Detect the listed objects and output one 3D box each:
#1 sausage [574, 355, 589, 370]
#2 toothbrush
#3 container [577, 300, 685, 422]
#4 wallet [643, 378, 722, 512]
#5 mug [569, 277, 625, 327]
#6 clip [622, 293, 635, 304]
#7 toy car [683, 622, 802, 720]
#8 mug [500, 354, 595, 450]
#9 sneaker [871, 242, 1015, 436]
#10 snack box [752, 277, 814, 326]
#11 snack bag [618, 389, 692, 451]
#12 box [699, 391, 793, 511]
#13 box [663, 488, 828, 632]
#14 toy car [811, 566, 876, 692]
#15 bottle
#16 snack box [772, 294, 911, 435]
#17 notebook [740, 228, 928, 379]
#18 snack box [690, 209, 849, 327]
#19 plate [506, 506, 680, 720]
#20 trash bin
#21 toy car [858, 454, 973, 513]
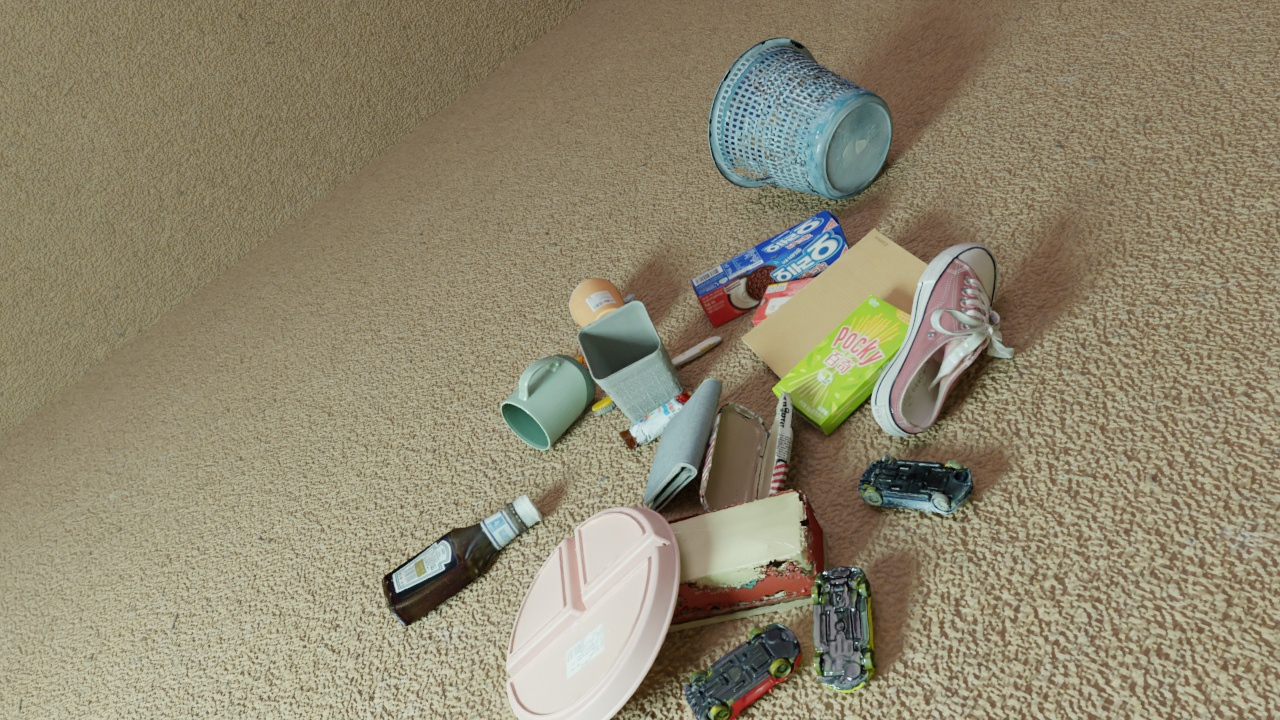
[{"bbox_3d":[-0.074,0.003,1.278,0.165,0.021,0.021,-13,35,28],"label":"sausage"},{"bbox_3d":[0.023,0.019,1.181,0.191,0.018,0.016,-30,33,-2],"label":"toothbrush"},{"bbox_3d":[-0.007,0.007,1.111,0.090,0.114,0.090,-27,50,5],"label":"container"},{"bbox_3d":[0.048,0.095,0.998,0.107,0.037,0.129,-53,11,45],"label":"wallet"},{"bbox_3d":[-0.050,-0.063,1.283,0.078,0.078,0.122,-32,24,-2],"label":"mug"},{"bbox_3d":[-0.029,-0.081,1.362,0.058,0.036,0.025,-16,32,25],"label":"clip"},{"bbox_3d":[0.087,0.262,0.761,0.106,0.031,0.049,-37,32,-4],"label":"toy car"},{"bbox_3d":[-0.118,0.041,1.176,0.082,0.112,0.106,23,55,32],"label":"mug"},{"bbox_3d":[0.314,-0.026,0.909,0.088,0.118,0.240,-14,37,58],"label":"sneaker"},{"bbox_3d":[0.219,-0.072,1.130,0.153,0.025,0.075,-7,39,34],"label":"snack box"},{"bbox_3d":[0.025,0.070,1.093,0.105,0.026,0.045,-33,33,-1],"label":"snack bag"},{"bbox_3d":[0.117,0.094,0.931,0.087,0.076,0.161,-46,15,38],"label":"box"},{"bbox_3d":[0.080,0.180,0.839,0.169,0.078,0.091,-19,33,21],"label":"box"},{"bbox_3d":[0.168,0.221,0.753,0.048,0.032,0.105,-15,46,25],"label":"toy car"},{"bbox_3d":[-0.203,0.223,1.056,0.194,0.044,0.080,-34,31,-7],"label":"bottle"},{"bbox_3d":[0.226,0.002,0.987,0.156,0.026,0.086,-43,40,-4],"label":"snack box"},{"bbox_3d":[0.236,-0.054,1.060,0.211,0.012,0.149,-39,40,1],"label":"notebook"},{"bbox_3d":[0.172,-0.122,1.210,0.207,0.058,0.057,-28,31,6],"label":"snack box"},{"bbox_3d":[-0.052,0.234,0.848,0.230,0.028,0.229,-39,30,28],"label":"plate"},{"bbox_3d":[0.243,-0.330,1.325,0.226,0.227,0.195,-39,45,-13],"label":"trash bin"},{"bbox_3d":[0.250,0.114,0.832,0.106,0.031,0.048,0,43,42],"label":"toy car"}]
